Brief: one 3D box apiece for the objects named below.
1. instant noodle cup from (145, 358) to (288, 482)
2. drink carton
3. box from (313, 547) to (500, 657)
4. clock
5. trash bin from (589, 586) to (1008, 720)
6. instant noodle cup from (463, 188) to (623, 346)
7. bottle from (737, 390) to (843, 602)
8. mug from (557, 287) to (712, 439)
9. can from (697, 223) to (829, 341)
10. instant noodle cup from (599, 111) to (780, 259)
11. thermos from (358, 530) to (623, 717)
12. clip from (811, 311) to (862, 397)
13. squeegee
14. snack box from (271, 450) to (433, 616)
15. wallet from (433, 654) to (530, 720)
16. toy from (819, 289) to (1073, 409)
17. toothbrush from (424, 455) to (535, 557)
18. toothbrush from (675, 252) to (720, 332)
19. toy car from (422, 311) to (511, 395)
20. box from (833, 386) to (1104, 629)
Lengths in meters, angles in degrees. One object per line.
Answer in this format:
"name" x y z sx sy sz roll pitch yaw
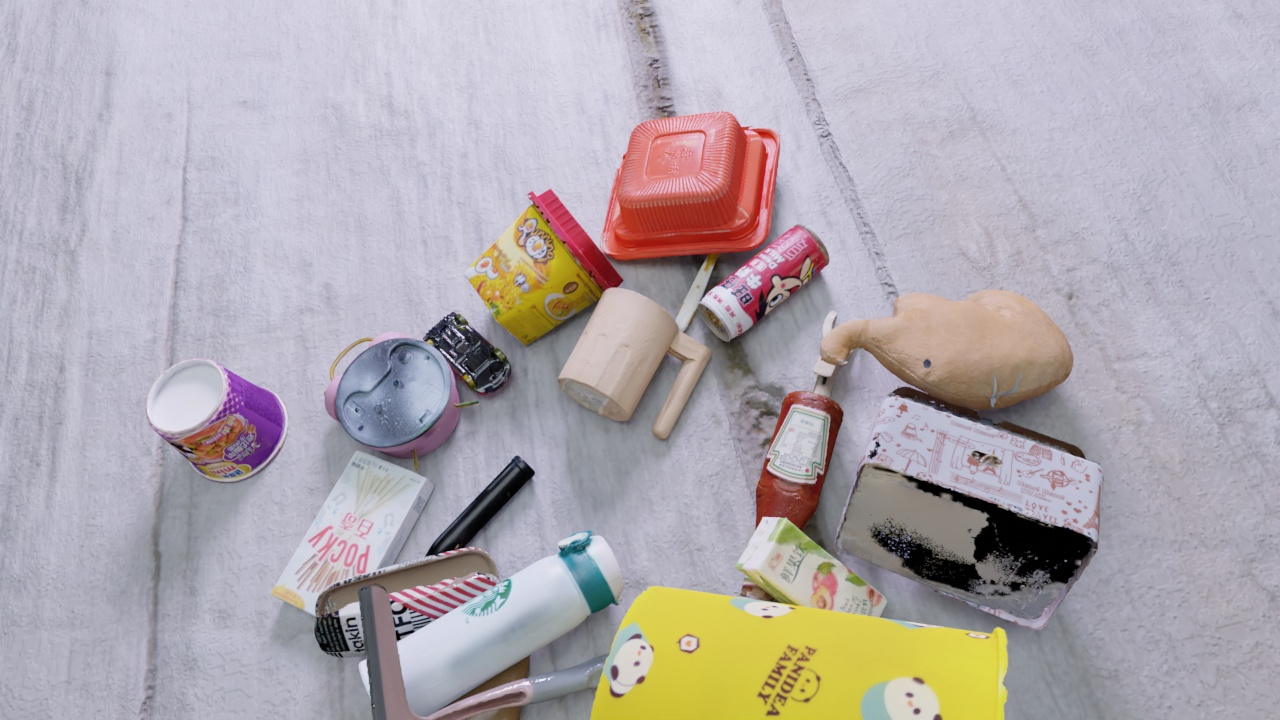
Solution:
"instant noodle cup" -0.427 0.055 0.916 0.111 0.099 0.111 -4 64 7
"drink carton" 0.140 0.183 0.757 0.122 0.046 0.053 39 70 -14
"box" -0.206 0.213 0.819 0.163 0.075 0.081 -15 35 -11
"clock" -0.251 0.032 0.921 0.158 0.060 0.117 35 74 21
"trash bin" 0.110 0.278 0.653 0.255 0.230 0.229 8 65 19
"instant noodle cup" -0.101 -0.089 0.935 0.123 0.116 0.116 -38 64 2
"bottle" 0.127 0.129 0.812 0.060 0.060 0.205 15 73 16
"mug" -0.005 0.005 0.891 0.124 0.084 0.103 31 71 -6
"can" 0.123 -0.077 0.918 0.132 0.053 0.053 -38 64 -11
"instant noodle cup" 0.046 -0.191 0.966 0.189 0.079 0.164 -3 59 21
"thermos" -0.119 0.222 0.770 0.224 0.073 0.073 -28 62 -15
"clip" 0.186 -0.005 0.883 0.034 0.062 0.096 15 57 15
"squeegee" -0.094 0.271 0.738 0.249 0.040 0.247 -7 96 -30
"snack box" -0.271 0.170 0.873 0.085 0.027 0.156 19 67 17
"wallet" -0.146 0.303 0.782 0.090 0.033 0.115 4 63 8
"toy" 0.274 -0.010 0.807 0.225 0.083 0.143 -4 33 -21
"toothbrush" -0.181 0.173 0.858 0.212 0.026 0.027 -46 31 -12
"toothbrush" 0.077 -0.107 0.965 0.016 0.018 0.191 18 70 21
"toy car" -0.176 -0.005 0.942 0.106 0.031 0.049 39 76 25
"box" 0.281 0.094 0.768 0.183 0.157 0.191 20 49 15
